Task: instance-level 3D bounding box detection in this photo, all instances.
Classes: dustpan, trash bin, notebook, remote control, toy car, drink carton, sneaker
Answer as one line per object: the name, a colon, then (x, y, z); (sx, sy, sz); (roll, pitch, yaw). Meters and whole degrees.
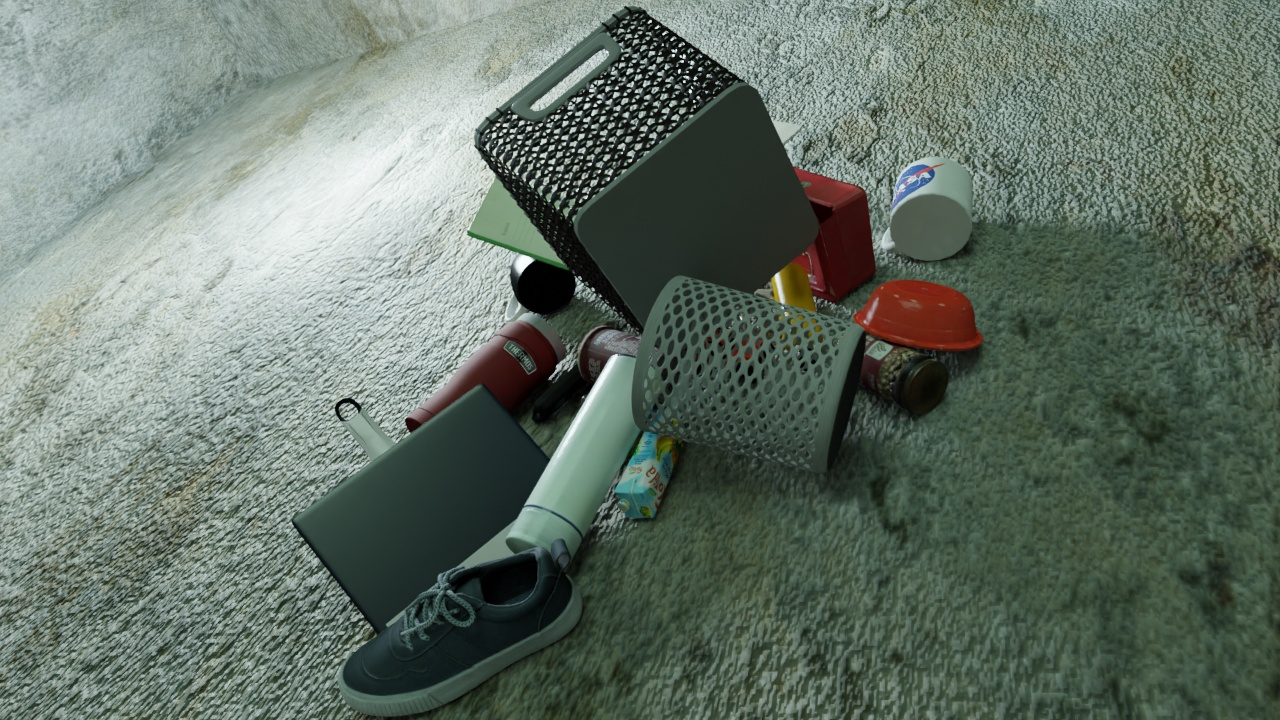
dustpan: (-0.238, 0.130, 0.962); (0.235, 0.080, 0.273); (-38, 77, -22)
trash bin: (0.106, 0.016, 0.870); (0.183, 0.157, 0.156); (15, 46, 19)
notebook: (-0.102, -0.178, 1.284); (0.252, 0.010, 0.181); (19, 37, -7)
remote control: (-0.072, 0.020, 1.100); (0.022, 0.047, 0.150); (39, 60, 13)
toy car: (0.098, -0.010, 1.033); (0.100, 0.049, 0.051); (4, 41, 33)
drink carton: (0.012, 0.103, 0.928); (0.039, 0.044, 0.128); (-3, 37, 26)
sneaker: (-0.164, 0.231, 0.807); (0.235, 0.087, 0.089); (-24, 34, -5)

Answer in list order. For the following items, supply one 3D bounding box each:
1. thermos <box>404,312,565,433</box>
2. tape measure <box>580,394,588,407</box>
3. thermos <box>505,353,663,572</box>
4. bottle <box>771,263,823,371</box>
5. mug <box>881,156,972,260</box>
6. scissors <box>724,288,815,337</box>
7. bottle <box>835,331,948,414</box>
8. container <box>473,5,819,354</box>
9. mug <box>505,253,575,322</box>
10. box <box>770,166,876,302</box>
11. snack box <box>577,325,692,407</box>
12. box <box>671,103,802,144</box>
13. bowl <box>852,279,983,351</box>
thermos: (-0.188, 0.035, 1.112); (0.198, 0.084, 0.108); (-45, 7, -28)
tape measure: (-0.033, 0.057, 1.017); (0.059, 0.038, 0.058); (4, 5, 21)
thermos: (-0.052, 0.099, 0.914); (0.068, 0.068, 0.229); (6, 53, 35)
bottle: (0.178, -0.048, 1.036); (0.043, 0.043, 0.143); (-14, 44, 12)
mug: (0.339, -0.173, 1.104); (0.122, 0.091, 0.089); (-41, 17, 41)
scissors: (0.134, -0.075, 1.115); (0.158, 0.013, 0.170); (6, 51, 20)
bottle: (0.248, 0.008, 0.916); (0.056, 0.056, 0.105); (-33, 35, -16)
container: (0.011, -0.192, 1.000); (0.247, 0.245, 0.243); (-39, 43, -2)
mug: (-0.154, -0.106, 1.294); (0.119, 0.085, 0.100); (-52, 29, 7)
box: (0.199, -0.154, 1.112); (0.087, 0.129, 0.158); (-33, 36, -23)
snack box: (-0.006, 0.006, 1.050); (0.121, 0.072, 0.072); (17, 49, 42)
box: (0.147, -0.307, 1.278); (0.143, 0.187, 0.105); (26, 71, 41)
bowl: (0.288, -0.052, 0.940); (0.130, 0.045, 0.130); (5, 20, -2)
